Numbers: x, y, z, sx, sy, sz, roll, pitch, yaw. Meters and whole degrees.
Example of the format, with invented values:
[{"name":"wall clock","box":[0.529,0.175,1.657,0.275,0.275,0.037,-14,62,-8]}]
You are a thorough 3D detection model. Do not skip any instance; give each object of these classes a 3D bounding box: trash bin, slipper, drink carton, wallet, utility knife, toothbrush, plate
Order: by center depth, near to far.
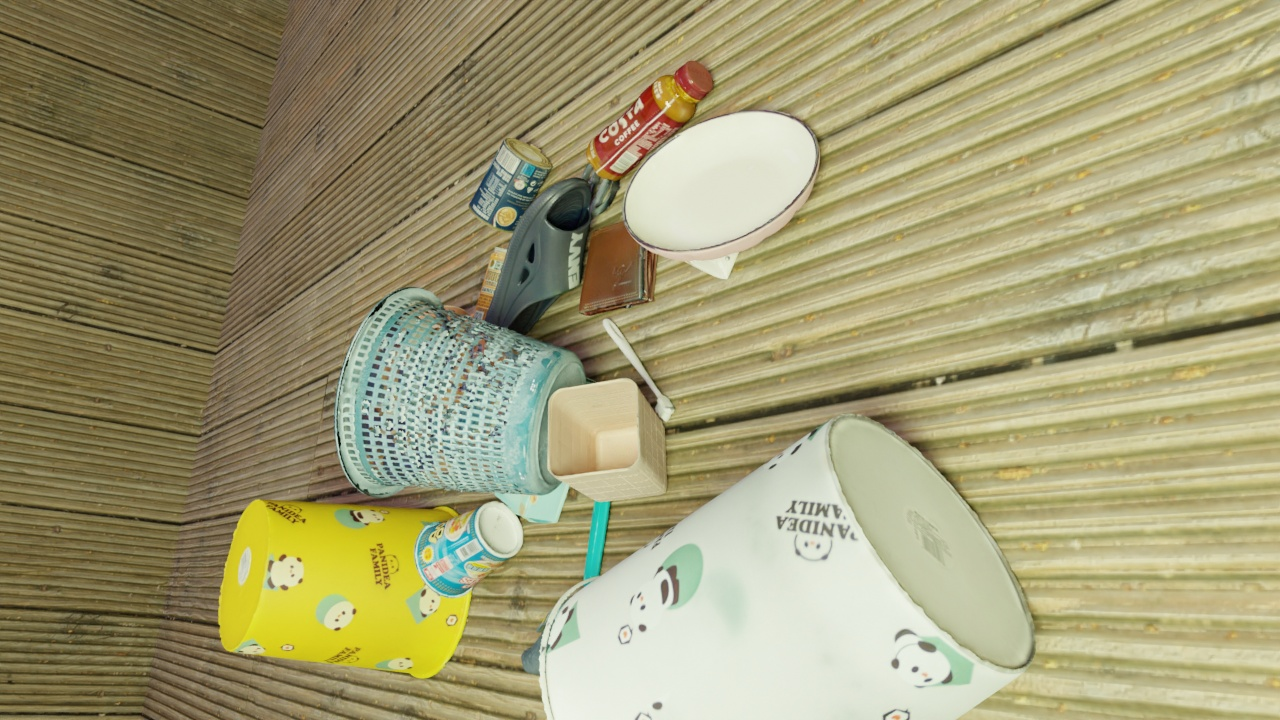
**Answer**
[{"name":"trash bin","box":[0.098,0.181,0.615,0.253,0.229,0.229,-44,44,27]},{"name":"plate","box":[0.077,-0.159,0.864,0.193,0.039,0.192,-15,46,17]},{"name":"drink carton","box":[0.045,-0.127,0.937,0.122,0.053,0.045,38,106,52]},{"name":"trash bin","box":[-0.168,0.050,0.950,0.195,0.226,0.226,10,84,16]},{"name":"utility knife","box":[-0.045,0.185,0.975,0.029,0.013,0.174,1,81,56]},{"name":"toothbrush","box":[-0.006,0.006,0.989,0.016,0.016,0.180,-63,37,24]},{"name":"wallet","box":[-0.026,-0.107,1.047,0.125,0.032,0.101,-9,72,53]},{"name":"slipper","box":[-0.110,-0.101,1.110,0.083,0.110,0.269,41,127,13]},{"name":"trash bin","box":[-0.384,0.288,1.186,0.230,0.255,0.229,-24,58,47]}]

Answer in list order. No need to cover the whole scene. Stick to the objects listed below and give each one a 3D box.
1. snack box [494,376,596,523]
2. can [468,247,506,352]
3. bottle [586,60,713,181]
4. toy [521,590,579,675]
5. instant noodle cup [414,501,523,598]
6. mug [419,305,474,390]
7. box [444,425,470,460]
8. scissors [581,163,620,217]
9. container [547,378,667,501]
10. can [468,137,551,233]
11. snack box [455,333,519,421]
[{"name":"snack box","box":[-0.107,0.093,1.059,0.074,0.051,0.175,23,96,54]},{"name":"can","box":[-0.189,-0.075,1.231,0.058,0.058,0.146,17,91,55]},{"name":"bottle","box":[0.010,-0.270,1.037,0.175,0.057,0.057,-31,53,43]},{"name":"toy","box":[-0.018,0.276,0.838,0.357,0.091,0.138,5,94,56]},{"name":"instant noodle cup","box":[-0.203,0.223,1.111,0.110,0.099,0.099,-33,52,34]},{"name":"mug","box":[-0.260,-0.019,1.299,0.115,0.081,0.105,-28,52,9]},{"name":"box","box":[-0.214,0.109,1.172,0.163,0.086,0.076,29,112,52]},{"name":"scissors","box":[-0.076,-0.173,1.158,0.165,0.014,0.162,-30,56,48]},{"name":"container","box":[-0.027,0.083,0.887,0.090,0.111,0.090,-9,64,15]},{"name":"can","box":[-0.180,-0.243,1.269,0.111,0.075,0.075,-56,39,23]},{"name":"snack box","box":[-0.155,0.029,1.114,0.077,0.092,0.094,41,110,52]}]
